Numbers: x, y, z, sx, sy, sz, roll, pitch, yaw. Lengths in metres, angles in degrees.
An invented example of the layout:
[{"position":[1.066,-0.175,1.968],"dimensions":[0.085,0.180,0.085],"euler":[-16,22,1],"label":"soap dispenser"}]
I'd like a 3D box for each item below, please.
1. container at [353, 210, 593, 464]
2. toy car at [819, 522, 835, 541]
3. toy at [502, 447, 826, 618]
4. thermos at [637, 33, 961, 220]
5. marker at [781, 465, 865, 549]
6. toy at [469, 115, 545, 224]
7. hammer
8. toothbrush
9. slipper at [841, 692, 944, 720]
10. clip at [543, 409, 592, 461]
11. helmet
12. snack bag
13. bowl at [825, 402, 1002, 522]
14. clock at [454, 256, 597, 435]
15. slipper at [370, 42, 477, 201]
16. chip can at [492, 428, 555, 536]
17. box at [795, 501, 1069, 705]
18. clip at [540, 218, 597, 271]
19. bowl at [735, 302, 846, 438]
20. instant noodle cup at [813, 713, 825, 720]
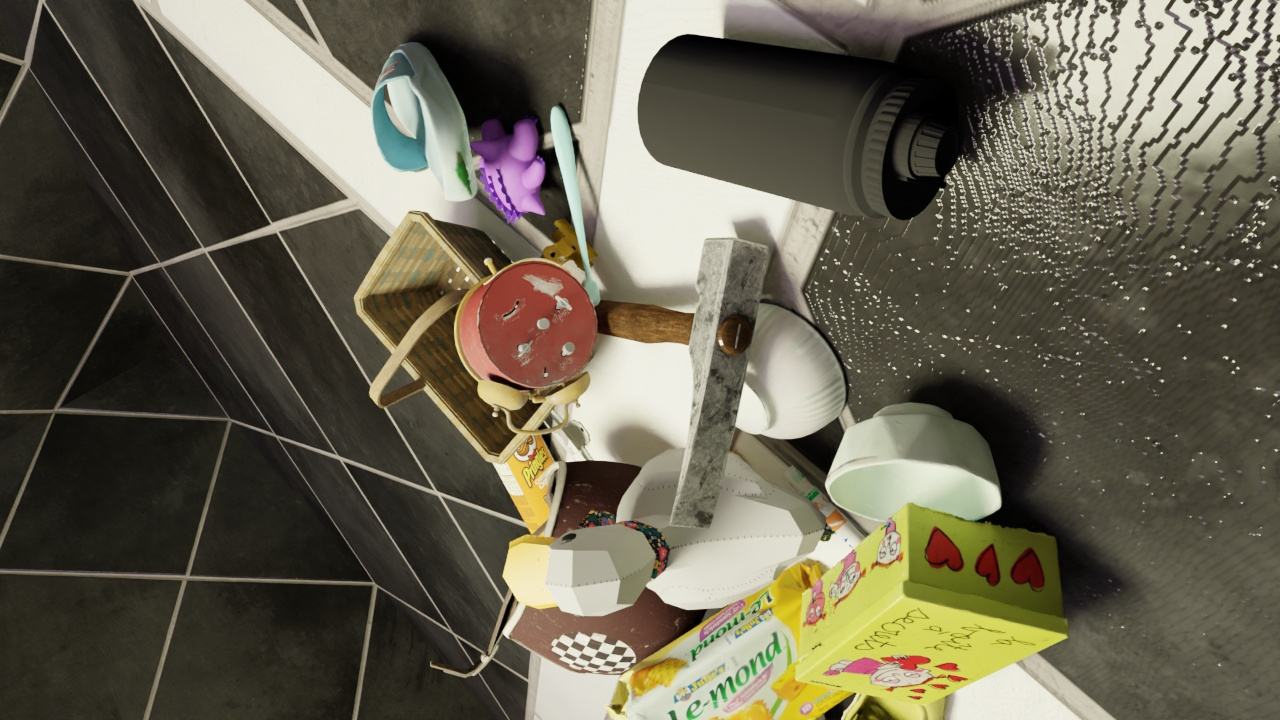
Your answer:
[{"position":[-0.189,-0.022,0.943],"dimensions":[0.250,0.186,0.158],"euler":[47,118,10],"label":"container"},{"position":[0.146,0.161,0.857],"dimensions":[0.090,0.038,0.027],"euler":[132,140,-60],"label":"toy car"},{"position":[0.035,0.149,0.780],"dimensions":[0.247,0.267,0.141],"euler":[-9,92,22],"label":"toy"},{"position":[0.098,-0.139,0.544],"dimensions":[0.199,0.086,0.086],"euler":[25,141,39],"label":"thermos"},{"position":[0.182,0.150,0.812],"dimensions":[0.145,0.017,0.017],"euler":[46,150,11],"label":"marker"},{"position":[-0.121,-0.174,0.846],"dimensions":[0.106,0.055,0.088],"euler":[16,133,47],"label":"toy"},{"position":[-0.005,0.005,0.803],"dimensions":[0.301,0.037,0.217],"euler":[13,93,62],"label":"hammer"},{"position":[-0.058,-0.134,0.814],"dimensions":[0.016,0.016,0.181],"euler":[-126,25,-65],"label":"toothbrush"},{"position":[0.242,0.360,0.896],"dimensions":[0.092,0.081,0.191],"euler":[30,141,30],"label":"slipper"},{"position":[-0.081,0.093,1.129],"dimensions":[0.101,0.046,0.056],"euler":[51,155,1],"label":"clip"},{"position":[-0.051,0.225,0.977],"dimensions":[0.253,0.232,0.234],"euler":[19,146,-10],"label":"helmet"},{"position":[0.098,0.315,0.909],"dimensions":[0.160,0.247,0.068],"euler":[62,173,-28],"label":"snack bag"},{"position":[0.191,0.069,0.645],"dimensions":[0.117,0.061,0.118],"euler":[8,152,4],"label":"bowl"},{"position":[-0.096,-0.013,0.817],"dimensions":[0.081,0.117,0.159],"euler":[-13,83,64],"label":"clock"},{"position":[-0.208,-0.218,0.844],"dimensions":[0.245,0.074,0.104],"euler":[-125,24,-48],"label":"slipper"},{"position":[-0.144,0.154,1.219],"dimensions":[0.075,0.075,0.215],"euler":[9,130,51],"label":"chip can"},{"position":[0.211,0.195,0.705],"dimensions":[0.124,0.081,0.222],"euler":[14,148,-6],"label":"box"},{"position":[-0.072,-0.105,0.866],"dimensions":[0.054,0.049,0.044],"euler":[49,116,8],"label":"clip"},{"position":[0.099,0.019,0.739],"dimensions":[0.118,0.062,0.118],"euler":[36,147,28],"label":"bowl"},{"position":[0.150,0.387,1.026],"dimensions":[0.124,0.123,0.122],"euler":[21,129,43],"label":"instant noodle cup"}]
